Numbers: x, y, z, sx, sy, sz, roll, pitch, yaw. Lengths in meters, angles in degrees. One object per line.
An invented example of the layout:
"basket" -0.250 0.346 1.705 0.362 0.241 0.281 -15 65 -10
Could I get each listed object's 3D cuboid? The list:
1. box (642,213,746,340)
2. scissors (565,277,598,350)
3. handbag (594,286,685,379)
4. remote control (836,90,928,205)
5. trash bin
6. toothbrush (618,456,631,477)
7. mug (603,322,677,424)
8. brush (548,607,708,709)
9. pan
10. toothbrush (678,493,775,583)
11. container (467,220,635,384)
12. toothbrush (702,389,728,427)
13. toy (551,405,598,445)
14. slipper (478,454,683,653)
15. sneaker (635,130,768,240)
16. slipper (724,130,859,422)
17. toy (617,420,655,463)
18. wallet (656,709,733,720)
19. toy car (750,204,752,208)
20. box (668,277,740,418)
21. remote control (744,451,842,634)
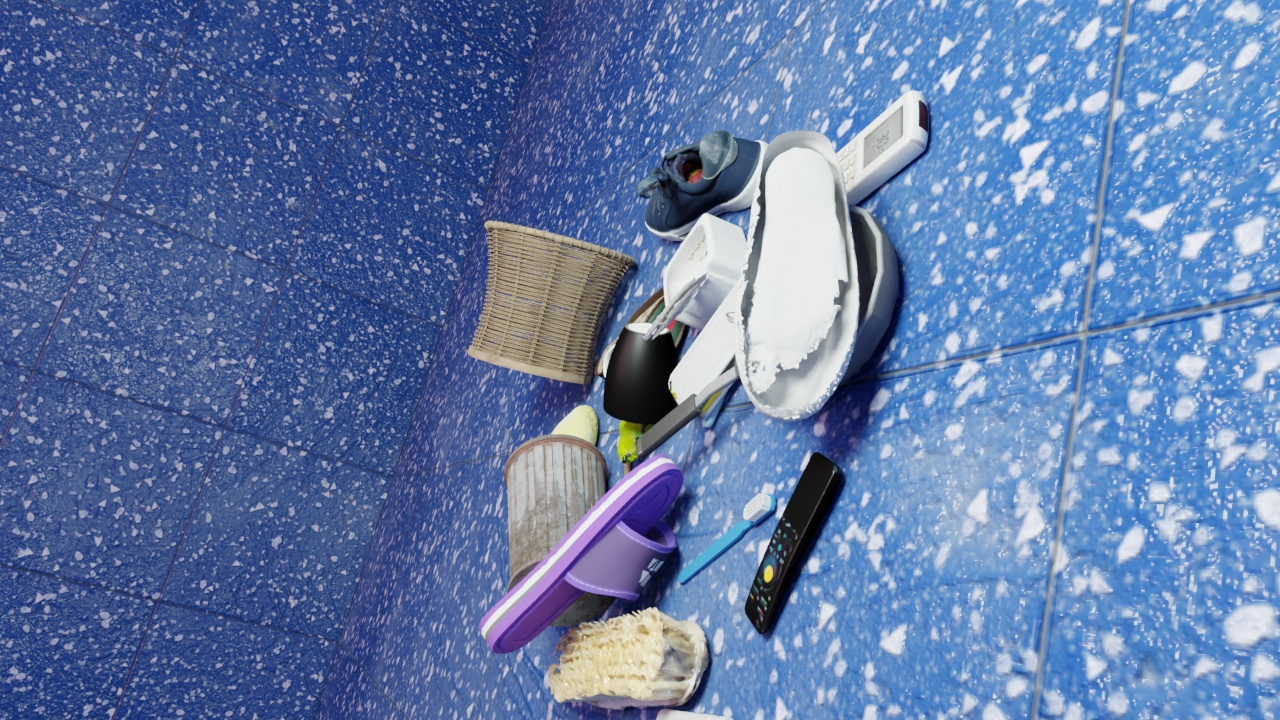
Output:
"box" 0.066 -0.079 1.021 0.111 0.083 0.190 -56 7 35
"scissors" -0.099 -0.096 1.545 0.132 0.012 0.169 -14 61 64
"handbag" 0.008 -0.039 1.164 0.167 0.063 0.138 -44 23 49
"remote control" 0.207 -0.182 0.830 0.139 0.025 0.060 -39 36 54
"trash bin" -0.098 0.194 1.102 0.131 0.130 0.210 -57 25 30
"toothbrush" -0.020 0.163 1.095 0.016 0.016 0.166 -51 27 45
"mug" -0.006 0.006 1.058 0.119 0.084 0.100 29 118 52
"brush" -0.019 0.297 0.902 0.272 0.056 0.083 -35 40 58
"pan" 0.104 0.001 0.847 0.358 0.041 0.178 -43 36 40
"toothbrush" 0.074 0.168 0.851 0.167 0.014 0.016 -51 27 42
"container" -0.140 -0.082 1.365 0.227 0.226 0.196 -160 84 -70
"toothbrush" 0.096 -0.002 0.956 0.022 0.016 0.155 21 91 26
"toy" -0.110 0.142 1.274 0.170 0.064 0.154 -62 3 9
"slipper" -0.039 0.219 0.924 0.266 0.107 0.084 -44 63 5
"sneaker" 0.045 -0.222 1.147 0.295 0.127 0.120 -10 60 69
"slipper" 0.122 -0.066 0.738 0.112 0.074 0.246 -6 63 26
"toy" -0.005 0.080 1.110 0.094 0.036 0.094 -64 15 -6
"wallet" 0.038 0.336 0.764 0.116 0.032 0.086 -31 32 63
"toy car" 0.145 -0.173 0.948 0.100 0.048 0.051 5 76 69
"box" 0.099 -0.034 0.925 0.210 0.033 0.064 -56 37 23
"remote control" 0.122 0.148 0.740 0.152 0.020 0.041 -67 21 10
